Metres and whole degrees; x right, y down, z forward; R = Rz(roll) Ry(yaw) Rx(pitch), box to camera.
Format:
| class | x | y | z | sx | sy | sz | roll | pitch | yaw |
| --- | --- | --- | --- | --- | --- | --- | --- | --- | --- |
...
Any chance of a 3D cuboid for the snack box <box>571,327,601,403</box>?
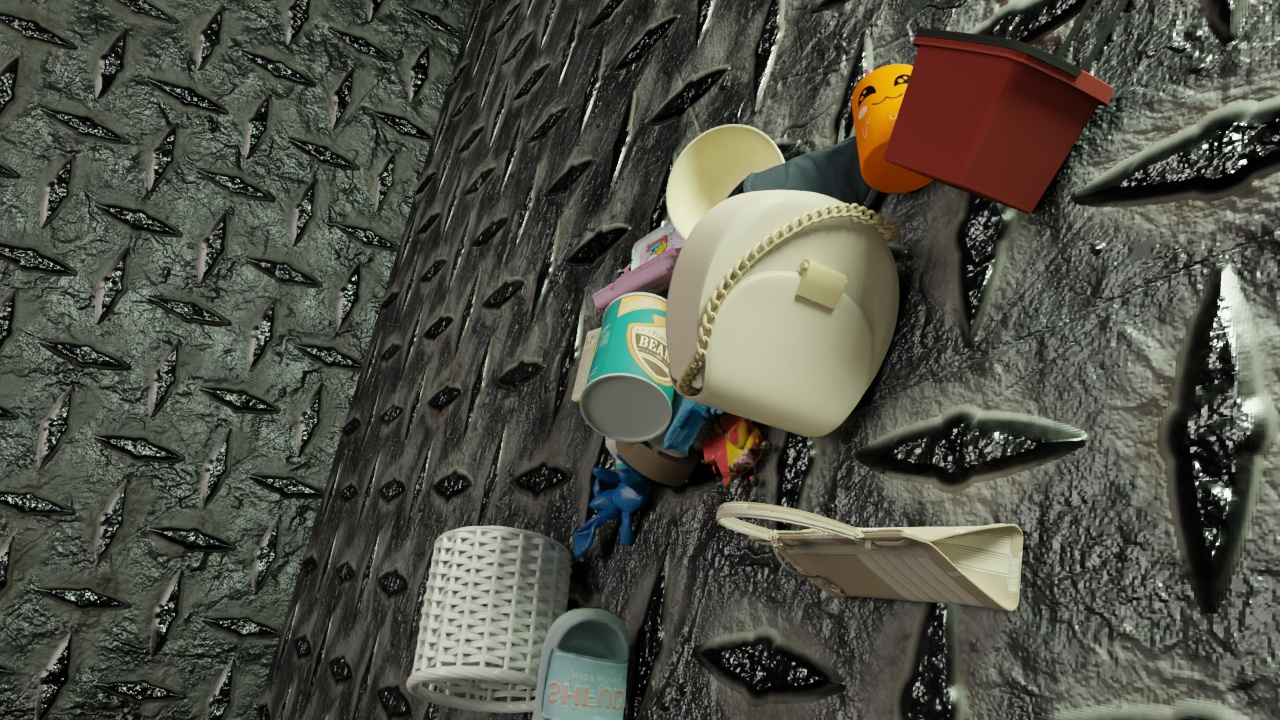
| class | x | y | z | sx | sy | sz | roll | pitch | yaw |
| --- | --- | --- | --- | --- | --- | --- | --- | --- | --- |
| snack box | -0.040 | 0.012 | 1.262 | 0.084 | 0.061 | 0.105 | -15 | 59 | 57 |

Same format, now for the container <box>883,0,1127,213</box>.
| class | x | y | z | sx | sy | sz | roll | pitch | yaw |
| --- | --- | --- | --- | --- | --- | --- | --- | --- | --- |
| container | 0.304 | -0.237 | 0.752 | 0.201 | 0.127 | 0.148 | -69 | 26 | 16 |

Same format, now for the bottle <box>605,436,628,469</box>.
| class | x | y | z | sx | sy | sz | roll | pitch | yaw |
| --- | --- | --- | --- | --- | --- | --- | --- | --- | --- |
| bottle | -0.025 | 0.072 | 1.188 | 0.044 | 0.044 | 0.136 | -5 | 87 | 60 |

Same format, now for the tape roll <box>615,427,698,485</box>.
| class | x | y | z | sx | sy | sz | roll | pitch | yaw |
| --- | --- | --- | --- | --- | --- | --- | --- | --- | --- |
| tape roll | 0.019 | 0.103 | 1.056 | 0.030 | 0.093 | 0.093 | -60 | 29 | 17 |

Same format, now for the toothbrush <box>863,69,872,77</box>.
| class | x | y | z | sx | sy | sz | roll | pitch | yaw |
| --- | --- | --- | --- | --- | --- | --- | --- | --- | --- |
| toothbrush | 0.242 | -0.251 | 0.981 | 0.022 | 0.016 | 0.134 | -18 | 59 | 57 |

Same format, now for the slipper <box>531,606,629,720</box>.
| class | x | y | z | sx | sy | sz | roll | pitch | yaw |
| --- | --- | --- | --- | --- | --- | --- | --- | --- | --- |
| slipper | -0.065 | 0.393 | 1.010 | 0.074 | 0.104 | 0.245 | 14 | 91 | 61 |

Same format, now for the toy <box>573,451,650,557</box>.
| class | x | y | z | sx | sy | sz | roll | pitch | yaw |
| --- | --- | --- | --- | --- | --- | --- | --- | --- | --- |
| toy | -0.030 | 0.165 | 1.136 | 0.177 | 0.071 | 0.112 | 125 | 153 | -47 |

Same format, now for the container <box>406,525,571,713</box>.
| class | x | y | z | sx | sy | sz | roll | pitch | yaw |
| --- | --- | --- | --- | --- | --- | --- | --- | --- | --- |
| container | -0.187 | 0.333 | 1.171 | 0.190 | 0.189 | 0.186 | -38 | 40 | 46 |

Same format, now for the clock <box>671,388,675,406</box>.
| class | x | y | z | sx | sy | sz | roll | pitch | yaw |
| --- | --- | --- | --- | --- | --- | --- | --- | --- | --- |
| clock | 0.020 | 0.048 | 1.133 | 0.104 | 0.056 | 0.147 | 2 | 69 | 53 |

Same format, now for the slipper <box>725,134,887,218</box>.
| class | x | y | z | sx | sy | sz | roll | pitch | yaw |
| --- | --- | --- | --- | --- | --- | --- | --- | --- | --- |
| slipper | 0.135 | -0.153 | 0.964 | 0.266 | 0.083 | 0.108 | -32 | 53 | 23 |

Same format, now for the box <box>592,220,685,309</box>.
| class | x | y | z | sx | sy | sz | roll | pitch | yaw |
| --- | --- | --- | --- | --- | --- | --- | --- | --- | --- |
| box | 0.016 | -0.144 | 1.254 | 0.202 | 0.111 | 0.101 | -22 | 78 | 56 |

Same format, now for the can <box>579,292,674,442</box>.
| class | x | y | z | sx | sy | sz | roll | pitch | yaw |
| --- | --- | --- | --- | --- | --- | --- | --- | --- | --- |
| can | -0.006 | 0.006 | 1.031 | 0.099 | 0.099 | 0.143 | -46 | 20 | 37 |

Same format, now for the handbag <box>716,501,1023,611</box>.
| class | x | y | z | sx | sy | sz | roll | pitch | yaw |
| --- | --- | --- | --- | --- | --- | --- | --- | --- | --- |
| handbag | 0.147 | 0.134 | 0.688 | 0.176 | 0.197 | 0.062 | -17 | 56 | 57 |

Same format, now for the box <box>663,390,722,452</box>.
| class | x | y | z | sx | sy | sz | roll | pitch | yaw |
| --- | --- | --- | --- | --- | --- | --- | --- | --- | --- |
| box | 0.094 | -0.026 | 1.009 | 0.176 | 0.060 | 0.231 | -37 | 29 | 45 |

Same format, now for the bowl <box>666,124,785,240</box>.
| class | x | y | z | sx | sy | sz | roll | pitch | yaw |
| --- | --- | --- | --- | --- | --- | --- | --- | --- | --- |
| bowl | 0.114 | -0.194 | 1.084 | 0.151 | 0.075 | 0.150 | -4 | 82 | 30 |

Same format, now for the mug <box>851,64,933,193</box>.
| class | x | y | z | sx | sy | sz | roll | pitch | yaw |
| --- | --- | --- | --- | --- | --- | --- | --- | --- | --- |
| mug | 0.263 | -0.226 | 0.876 | 0.113 | 0.077 | 0.095 | -13 | 55 | 22 |

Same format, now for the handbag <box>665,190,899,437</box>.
| class | x | y | z | sx | sy | sz | roll | pitch | yaw |
| --- | --- | --- | --- | --- | --- | --- | --- | --- | --- |
| handbag | 0.127 | -0.047 | 0.835 | 0.103 | 0.210 | 0.208 | 22 | 93 | 63 |

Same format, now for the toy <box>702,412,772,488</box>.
| class | x | y | z | sx | sy | sz | roll | pitch | yaw |
| --- | --- | --- | --- | --- | --- | --- | --- | --- | --- |
| toy | 0.099 | 0.091 | 0.979 | 0.103 | 0.046 | 0.084 | -154 | 72 | -67 |

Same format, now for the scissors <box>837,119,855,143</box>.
| class | x | y | z | sx | sy | sz | roll | pitch | yaw |
| --- | --- | --- | --- | --- | --- | --- | --- | --- | --- |
| scissors | 0.216 | -0.186 | 0.985 | 0.153 | 0.014 | 0.130 | -63 | 27 | 19 |
